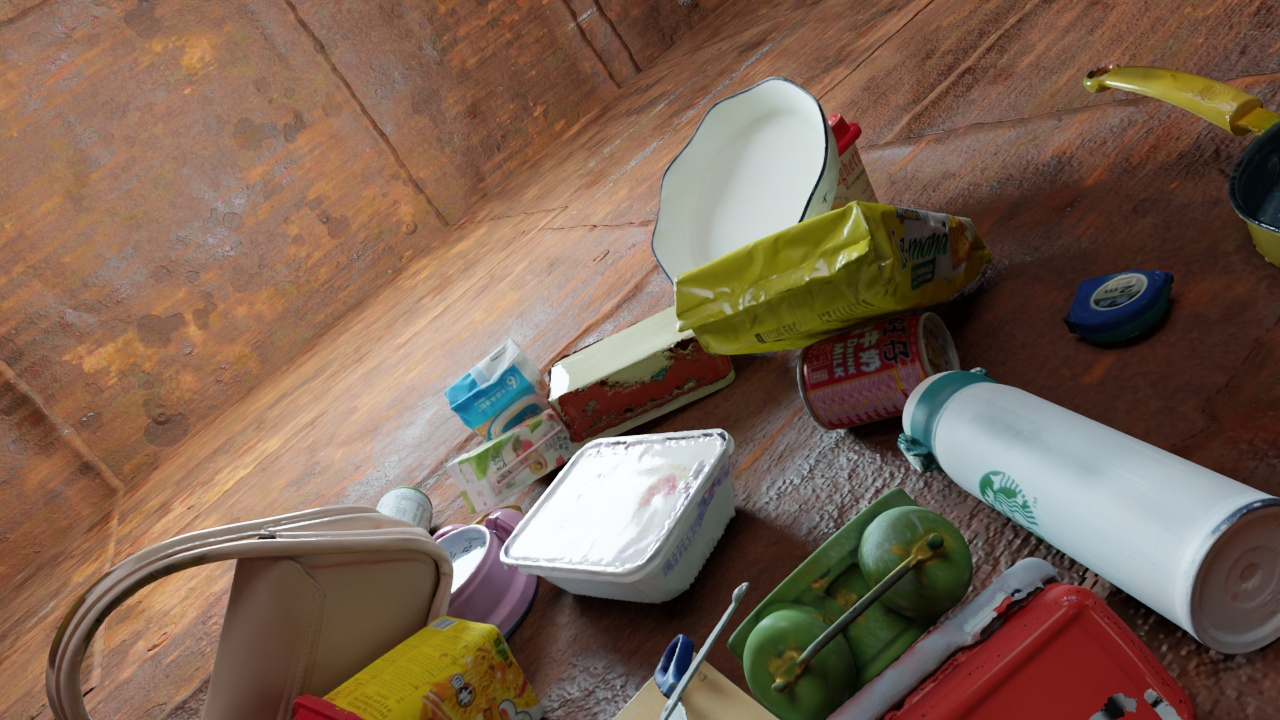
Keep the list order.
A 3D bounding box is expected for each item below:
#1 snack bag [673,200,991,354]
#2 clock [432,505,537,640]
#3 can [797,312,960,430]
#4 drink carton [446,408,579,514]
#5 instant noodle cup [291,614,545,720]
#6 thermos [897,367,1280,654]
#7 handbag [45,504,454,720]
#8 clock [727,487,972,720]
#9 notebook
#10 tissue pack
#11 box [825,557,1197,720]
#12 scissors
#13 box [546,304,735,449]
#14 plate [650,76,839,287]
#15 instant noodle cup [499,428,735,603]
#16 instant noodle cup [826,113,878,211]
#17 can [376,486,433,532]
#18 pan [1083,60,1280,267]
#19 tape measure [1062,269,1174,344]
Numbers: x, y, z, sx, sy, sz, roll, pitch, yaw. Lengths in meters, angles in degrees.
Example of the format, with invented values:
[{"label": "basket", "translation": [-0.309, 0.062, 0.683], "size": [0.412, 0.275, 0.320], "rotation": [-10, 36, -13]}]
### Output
[{"label": "snack bag", "translation": [0.148, -0.054, 0.677], "size": [0.158, 0.068, 0.245], "rotation": [-20, -8, 37]}, {"label": "clock", "translation": [-0.141, 0.178, 0.756], "size": [0.117, 0.060, 0.158], "rotation": [-22, 23, 31]}, {"label": "can", "translation": [0.166, 0.008, 0.638], "size": [0.094, 0.066, 0.066], "rotation": [-18, 27, 37]}, {"label": "drink carton", "translation": [-0.115, 0.091, 0.853], "size": [0.046, 0.053, 0.122], "rotation": [-23, 5, 42]}, {"label": "instant noodle cup", "translation": [-0.137, 0.234, 0.582], "size": [0.116, 0.116, 0.123], "rotation": [-9, 22, 47]}, {"label": "thermos", "translation": [0.211, 0.060, 0.464], "size": [0.073, 0.073, 0.224], "rotation": [-37, 21, -4]}, {"label": "handbag", "translation": [-0.252, 0.193, 0.602], "size": [0.093, 0.233, 0.193], "rotation": [9, 87, 47]}, {"label": "clock", "translation": [0.099, 0.116, 0.428], "size": [0.116, 0.056, 0.161], "rotation": [-43, -21, 0]}, {"label": "notebook", "translation": [-0.010, 0.254, 0.471], "size": [0.211, 0.012, 0.150], "rotation": [-42, 24, -16]}, {"label": "tissue pack", "translation": [-0.132, 0.046, 0.930], "size": [0.090, 0.140, 0.063], "rotation": [-39, 61, -7]}, {"label": "box", "translation": [0.114, 0.174, 0.383], "size": [0.201, 0.095, 0.098], "rotation": [-37, -13, -9]}, {"label": "scissors", "translation": [0.013, 0.178, 0.466], "size": [0.174, 0.012, 0.162], "rotation": [-62, -3, 11]}, {"label": "box", "translation": [-0.005, 0.005, 0.856], "size": [0.168, 0.077, 0.091], "rotation": [-25, 26, 9]}, {"label": "plate", "translation": [0.092, -0.145, 0.810], "size": [0.205, 0.045, 0.204], "rotation": [-26, 54, 43]}, {"label": "instant noodle cup", "translation": [-0.008, 0.120, 0.677], "size": [0.174, 0.060, 0.137], "rotation": [-12, 32, 49]}, {"label": "instant noodle cup", "translation": [0.168, -0.155, 0.892], "size": [0.116, 0.124, 0.117], "rotation": [-45, 23, -24]}, {"label": "can", "translation": [-0.242, 0.184, 0.895], "size": [0.058, 0.058, 0.146], "rotation": [-31, 22, 12]}, {"label": "pan", "translation": [0.416, -0.150, 0.576], "size": [0.197, 0.078, 0.357], "rotation": [-36, 22, -1]}, {"label": "tape measure", "translation": [0.301, -0.033, 0.578], "size": [0.058, 0.025, 0.054], "rotation": [-12, 33, 53]}]
